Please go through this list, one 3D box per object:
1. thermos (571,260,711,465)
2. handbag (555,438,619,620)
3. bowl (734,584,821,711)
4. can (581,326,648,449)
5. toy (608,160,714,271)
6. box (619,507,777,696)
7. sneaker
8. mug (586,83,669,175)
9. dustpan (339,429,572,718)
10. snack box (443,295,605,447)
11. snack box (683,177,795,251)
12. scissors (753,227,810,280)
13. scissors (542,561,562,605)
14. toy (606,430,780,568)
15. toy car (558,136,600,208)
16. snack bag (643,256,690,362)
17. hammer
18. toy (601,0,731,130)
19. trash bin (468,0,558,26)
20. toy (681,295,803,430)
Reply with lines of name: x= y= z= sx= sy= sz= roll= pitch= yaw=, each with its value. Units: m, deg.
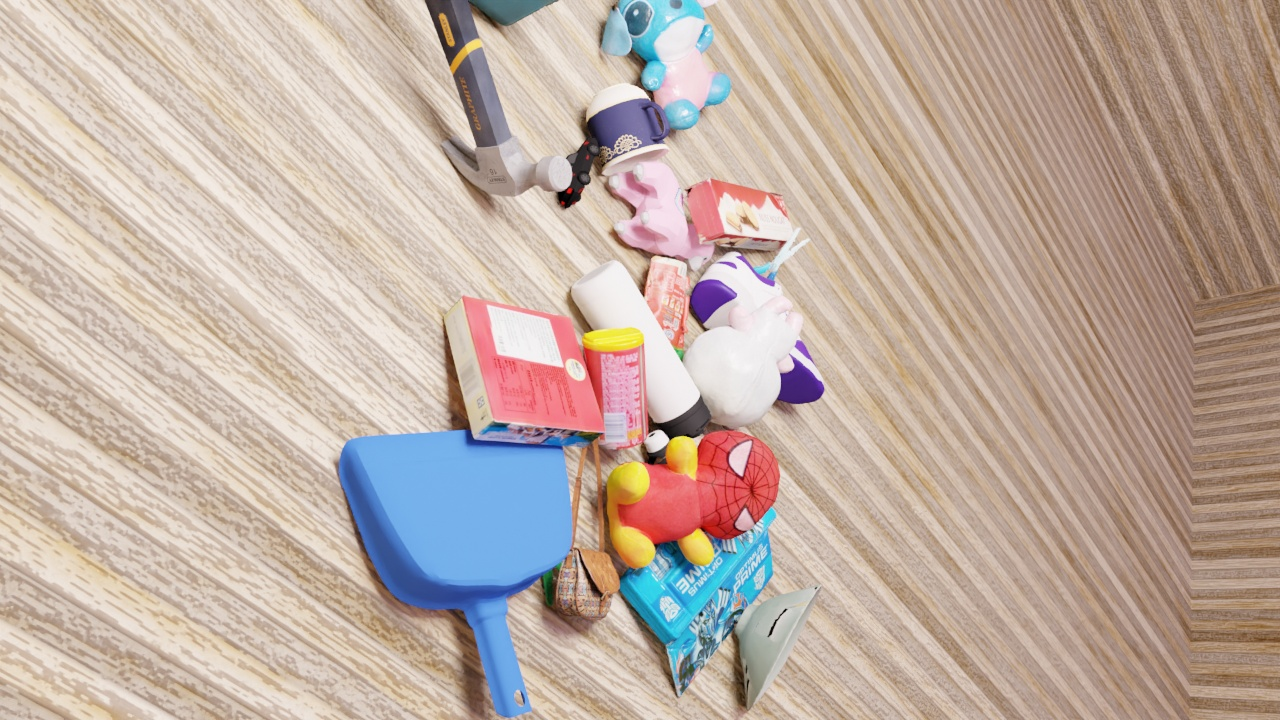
thermos: x=-0.006 y=0.006 z=1.056 sx=0.101 sy=0.069 sz=0.230 roll=-38 pitch=106 yaw=-18
handbag: x=-0.047 y=0.169 z=0.954 sx=0.093 sy=0.043 sz=0.195 roll=38 pitch=52 yaw=-66
bowl: x=0.152 y=0.334 z=1.121 sx=0.173 sy=0.068 sz=0.174 roll=-49 pitch=158 yaw=-28
can: x=-0.027 y=0.030 z=0.996 sx=0.066 sy=0.067 sz=0.124 roll=-22 pitch=116 yaw=-47
toy: x=0.033 y=-0.179 z=1.146 sx=0.157 sy=0.067 sz=0.123 roll=9 pitch=71 yaw=-49
box: x=0.091 y=0.255 z=1.092 sx=0.242 sy=0.060 sz=0.175 roll=-38 pitch=108 yaw=-44
sneaker: x=0.166 y=-0.048 z=1.239 sx=0.244 sy=0.092 sz=0.110 roll=46 pitch=44 yaw=-24
mug: x=-0.012 y=-0.284 z=1.095 sx=0.085 sy=0.112 sz=0.089 roll=-20 pitch=91 yaw=-42
dustpan: x=-0.138 y=0.193 z=0.845 sx=0.245 sy=0.060 sz=0.257 roll=0 pitch=61 yaw=-44
snack box: x=-0.115 y=0.013 z=0.924 sx=0.144 sy=0.040 sz=0.142 roll=10 pitch=51 yaw=-45
snack box: x=0.141 y=-0.193 z=1.229 sx=0.272 sy=0.044 sz=0.076 roll=-8 pitch=81 yaw=-62
scissors: x=0.193 y=-0.126 z=1.282 sx=0.135 sy=0.016 sz=0.083 roll=-39 pitch=114 yaw=-1
scissors: x=-0.092 y=0.187 z=0.954 sx=0.131 sy=0.012 sz=0.107 roll=57 pitch=46 yaw=-17
toy: x=0.062 y=0.147 z=1.025 sx=0.215 sy=0.099 sz=0.148 roll=-11 pitch=112 yaw=-29
toy car: x=-0.075 y=-0.221 z=1.064 sx=0.036 sy=0.042 sz=0.091 roll=21 pitch=61 yaw=-13
snack bag: x=0.031 y=-0.047 z=1.130 sx=0.087 sy=0.044 sz=0.155 roll=18 pitch=71 yaw=-46
hammer: x=-0.167 y=-0.307 z=0.875 sx=0.035 sy=0.139 sz=0.313 roll=-46 pitch=131 yaw=-43
toy: x=0.052 y=-0.413 z=1.205 sx=0.223 sy=0.099 sz=0.191 roll=-39 pitch=114 yaw=-30
trash bin: x=-0.162 y=-0.490 z=0.947 sx=0.218 sy=0.197 sz=0.198 roll=33 pitch=58 yaw=-43
toy: x=0.132 y=0.000 z=1.138 sx=0.139 sy=0.101 sz=0.179 roll=41 pitch=87 yaw=-24
